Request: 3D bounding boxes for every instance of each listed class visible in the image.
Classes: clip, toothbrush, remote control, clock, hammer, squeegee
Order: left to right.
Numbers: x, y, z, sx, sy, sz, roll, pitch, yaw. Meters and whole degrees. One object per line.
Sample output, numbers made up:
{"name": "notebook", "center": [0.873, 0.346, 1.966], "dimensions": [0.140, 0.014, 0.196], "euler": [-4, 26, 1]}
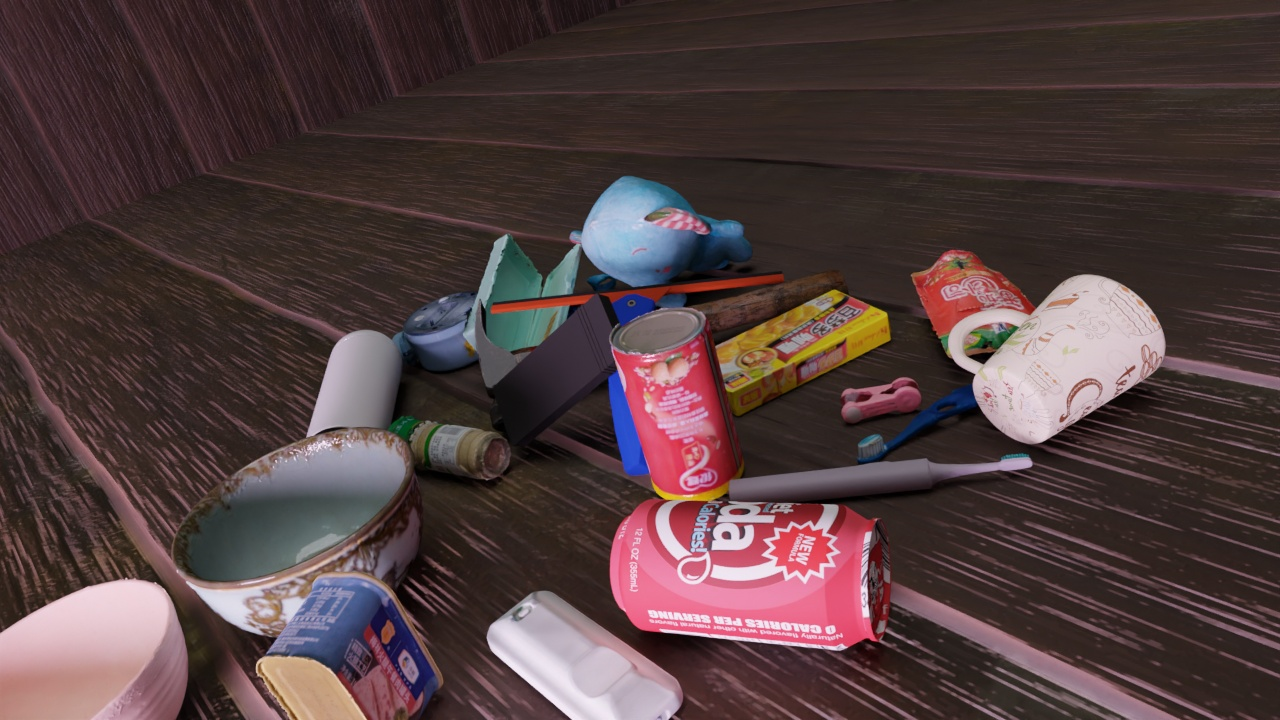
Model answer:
{"name": "clock", "center": [-0.204, -0.029, 0.941], "dimensions": [0.125, 0.052, 0.088], "euler": [-2, 32, 28]}
{"name": "remote control", "center": [-0.063, 0.009, 0.708], "dimensions": [0.134, 0.013, 0.058], "euler": [-39, 59, 31]}
{"name": "remote control", "center": [-0.036, 0.168, 0.514], "dimensions": [0.050, 0.022, 0.133], "euler": [-34, 32, -30]}
{"name": "squeegee", "center": [-0.004, 0.004, 0.719], "dimensions": [0.249, 0.055, 0.184], "euler": [-6, 55, 6]}
{"name": "hammer", "center": [0.020, -0.035, 0.804], "dimensions": [0.330, 0.033, 0.120], "euler": [-14, 67, -7]}
{"name": "toothbrush", "center": [0.150, 0.076, 0.587], "dimensions": [0.188, 0.018, 0.019], "euler": [-8, 30, 15]}
{"name": "clip", "center": [0.172, 0.027, 0.665], "dimensions": [0.060, 0.023, 0.043], "euler": [-24, 30, -2]}
{"name": "toothbrush", "center": [0.203, 0.038, 0.630], "dimensions": [0.132, 0.016, 0.021], "euler": [-25, 31, -14]}

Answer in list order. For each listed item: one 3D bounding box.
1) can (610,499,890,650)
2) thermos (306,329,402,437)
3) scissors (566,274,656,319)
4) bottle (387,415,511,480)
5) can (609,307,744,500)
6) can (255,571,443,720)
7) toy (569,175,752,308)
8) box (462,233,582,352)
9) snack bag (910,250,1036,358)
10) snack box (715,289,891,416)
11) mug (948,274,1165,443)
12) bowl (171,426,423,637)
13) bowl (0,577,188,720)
{"name": "can", "center": [0.059, 0.115, 0.503], "dimensions": [0.143, 0.074, 0.074], "euler": [-2, 31, 26]}
{"name": "thermos", "center": [-0.267, 0.056, 0.810], "dimensions": [0.101, 0.068, 0.229], "euler": [-28, 28, 6]}
{"name": "scissors", "center": [-0.047, -0.050, 0.936], "dimensions": [0.117, 0.014, 0.130], "euler": [-25, 35, -9]}
{"name": "bottle", "center": [-0.156, 0.071, 0.742], "dimensions": [0.110, 0.043, 0.042], "euler": [5, 34, 33]}
{"name": "can", "center": [0.027, 0.031, 0.623], "dimensions": [0.067, 0.124, 0.066], "euler": [-13, 28, 7]}
{"name": "can", "center": [-0.154, 0.170, 0.496], "dimensions": [0.054, 0.100, 0.058], "euler": [-6, 32, 22]}
{"name": "toy", "center": [0.026, -0.108, 0.902], "dimensions": [0.180, 0.114, 0.184], "euler": [15, -12, -35]}
{"name": "box", "center": [-0.100, -0.066, 0.902], "dimensions": [0.092, 0.077, 0.188], "euler": [-23, 30, 18]}
{"name": "snack bag", "center": [0.267, -0.032, 0.710], "dimensions": [0.087, 0.044, 0.154], "euler": [-6, 34, 2]}
{"name": "snack box", "center": [0.122, -0.009, 0.752], "dimensions": [0.152, 0.025, 0.075], "euler": [-25, 29, -15]}
{"name": "mug", "center": [0.261, -0.005, 0.611], "dimensions": [0.097, 0.081, 0.122], "euler": [-34, 40, -17]}
{"name": "bowl", "center": [-0.212, 0.127, 0.611], "dimensions": [0.160, 0.094, 0.159], "euler": [-13, 28, 7]}
{"name": "bowl", "center": [-0.336, 0.210, 0.546], "dimensions": [0.153, 0.076, 0.152], "euler": [-14, 28, 7]}
